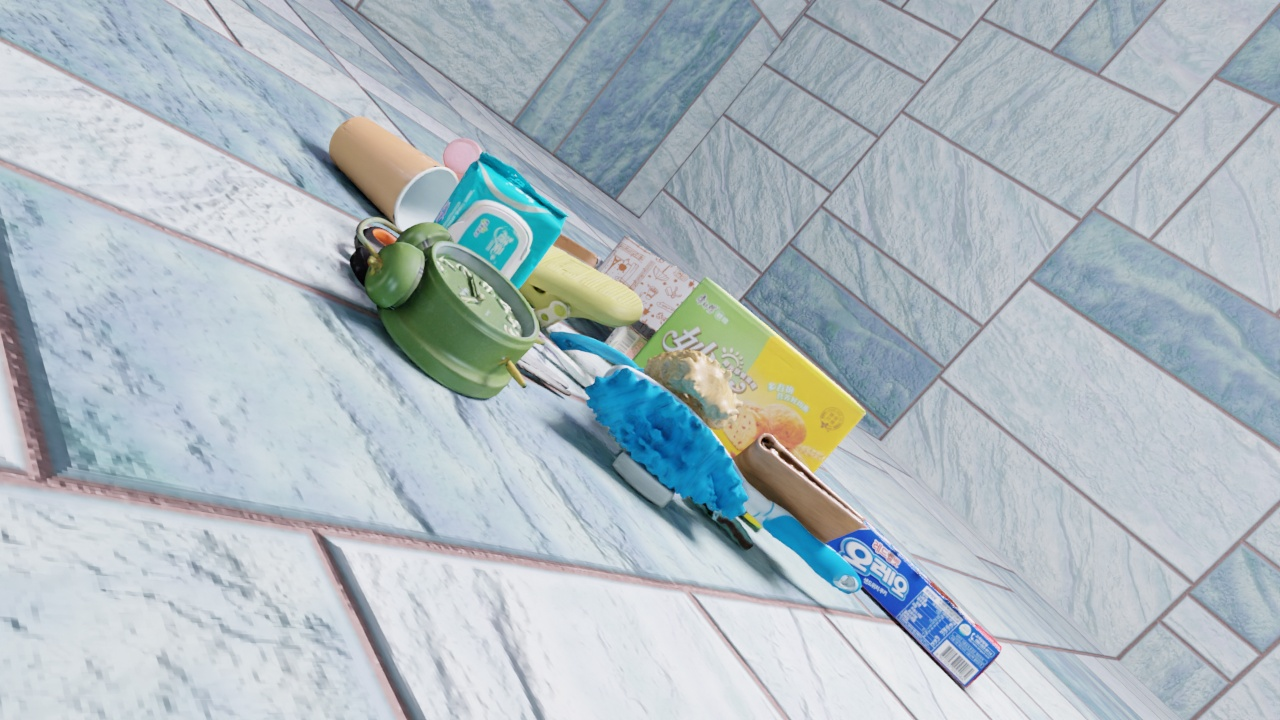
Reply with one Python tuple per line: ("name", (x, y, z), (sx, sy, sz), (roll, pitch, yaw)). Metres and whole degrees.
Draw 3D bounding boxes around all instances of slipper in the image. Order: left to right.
("slipper", (-0.091, -0.068, 0.959), (0.190, 0.082, 0.091), (26, 18, 16))

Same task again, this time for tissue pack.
("tissue pack", (-0.133, -0.105, 0.797), (0.093, 0.134, 0.050), (33, 16, -18))

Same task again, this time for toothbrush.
("toothbrush", (-0.103, -0.021, 0.888), (0.187, 0.017, 0.016), (42, 7, -4))

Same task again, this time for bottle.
("bottle", (-0.175, -0.180, 1.008), (0.068, 0.068, 0.197), (42, -8, 10))

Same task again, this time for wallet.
("wallet", (0.134, 0.116, 0.810), (0.115, 0.020, 0.101), (39, -21, 3))

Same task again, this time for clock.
("clock", (-0.141, -0.044, 0.668), (0.161, 0.056, 0.116), (42, 17, -12))

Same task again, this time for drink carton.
("drink carton", (0.013, 0.009, 1.085), (0.122, 0.045, 0.053), (40, -3, -9))

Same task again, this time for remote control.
("remote control", (0.011, 0.090, 0.799), (0.056, 0.019, 0.135), (40, 10, 2))

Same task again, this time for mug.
("mug", (-0.251, -0.188, 0.918), (0.123, 0.078, 0.078), (38, 9, 22))

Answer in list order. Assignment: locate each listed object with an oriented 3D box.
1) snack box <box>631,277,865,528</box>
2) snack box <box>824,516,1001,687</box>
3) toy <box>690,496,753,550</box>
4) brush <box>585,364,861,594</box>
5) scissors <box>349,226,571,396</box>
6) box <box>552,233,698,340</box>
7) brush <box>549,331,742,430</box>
("snack box", (0.094, 0.041, 0.920), (0.210, 0.158, 0.070), (41, 7, 4))
("snack box", (0.295, 0.257, 1.004), (0.207, 0.057, 0.058), (44, 8, 25))
("toy", (0.075, 0.130, 0.839), (0.096, 0.030, 0.091), (50, 20, 17))
("brush", (0.082, 0.111, 0.774), (0.314, 0.060, 0.109), (42, 7, -5))
("scissors", (-0.143, -0.022, 0.753), (0.235, 0.022, 0.148), (44, 17, -9))
("box", (-0.031, -0.093, 1.154), (0.260, 0.082, 0.177), (33, -8, 22))
("brush", (-0.005, 0.005, 0.856), (0.255, 0.045, 0.083), (20, -25, 48))
